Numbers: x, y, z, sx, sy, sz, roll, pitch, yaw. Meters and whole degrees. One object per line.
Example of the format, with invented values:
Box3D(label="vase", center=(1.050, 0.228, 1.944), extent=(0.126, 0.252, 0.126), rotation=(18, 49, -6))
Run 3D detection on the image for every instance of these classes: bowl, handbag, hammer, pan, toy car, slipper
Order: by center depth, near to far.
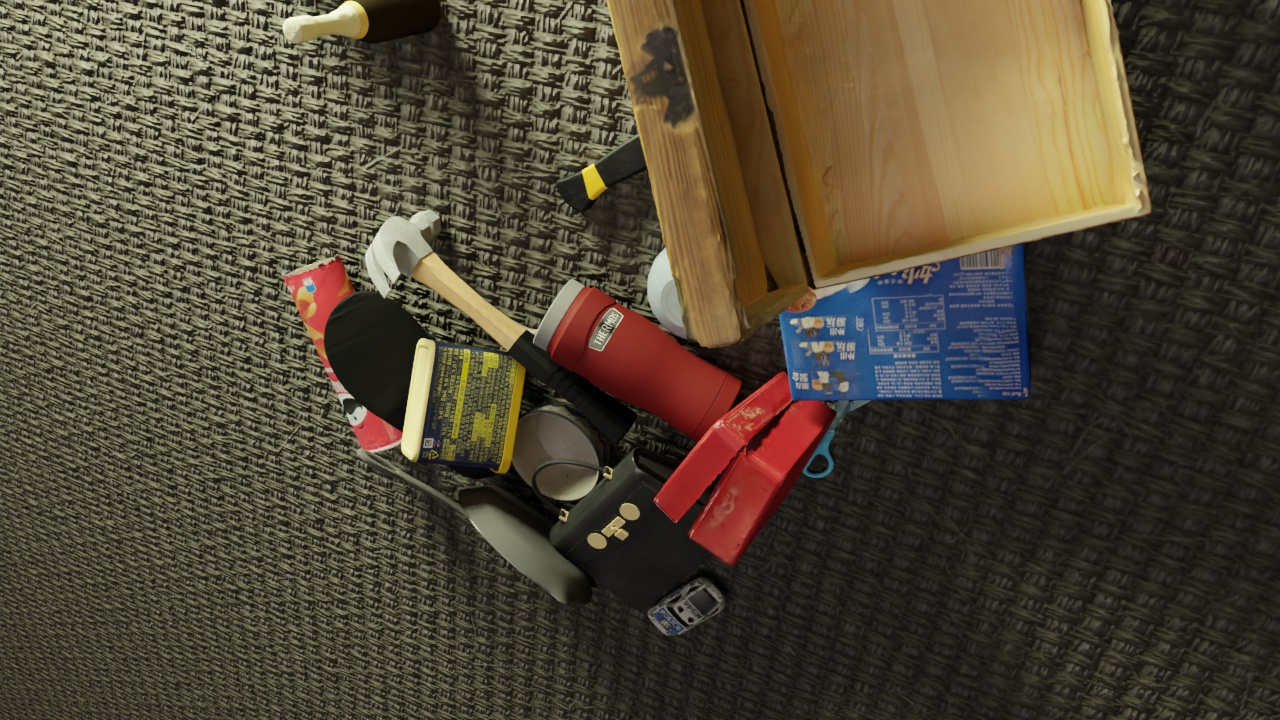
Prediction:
Box3D(label="hammer", center=(0.047, -0.219, 0.822), extent=(0.325, 0.034, 0.170), rotation=(-23, 103, 34))
Box3D(label="bowl", center=(0.051, -0.063, 0.892), extent=(0.106, 0.039, 0.106), rotation=(11, 119, 20))
Box3D(label="hammer", center=(-0.141, -0.030, 0.954), extent=(0.328, 0.130, 0.039), rotation=(39, 120, -3))
Box3D(label="handbag", center=(-0.026, 0.160, 0.986), extent=(0.195, 0.072, 0.176), rotation=(32, 127, -17))
Box3D(label="pan", center=(-0.161, 0.170, 1.002), extent=(0.024, 0.216, 0.354), rotation=(-50, 129, 2))
Box3D(label="bowl", center=(-0.084, 0.093, 1.024), extent=(0.116, 0.059, 0.116), rotation=(11, 119, 20))
Box3D(label="slipper", center=(-0.253, 0.027, 1.052), extent=(0.109, 0.083, 0.265), rotation=(-44, 115, -1))
Box3D(label="toy car", center=(0.052, 0.292, 1.074), extent=(0.048, 0.040, 0.113), rotation=(47, 125, -2))

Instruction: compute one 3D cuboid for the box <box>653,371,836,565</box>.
Box3D(label="box", center=(0.107, 0.098, 0.868), extent=(0.097, 0.157, 0.130), rotation=(39, 126, 15))

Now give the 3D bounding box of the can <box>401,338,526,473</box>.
Box3D(label="can", center=(-0.191, 0.047, 0.988), extent=(0.075, 0.104, 0.135), rotation=(12, 93, 63))

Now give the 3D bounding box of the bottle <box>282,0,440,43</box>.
Box3D(label="bottle", center=(-0.249, -0.305, 0.820), extent=(0.045, 0.184, 0.045), rotation=(11, 119, 20))

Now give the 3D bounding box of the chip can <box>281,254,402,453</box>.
Box3D(label="chip can", center=(-0.343, -0.007, 1.088), extent=(0.073, 0.073, 0.233), rotation=(-9, 110, 29))

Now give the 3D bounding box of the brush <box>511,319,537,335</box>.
Box3D(label="brush", center=(-0.101, -0.019, 1.003), extent=(0.151, 0.012, 0.039), rotation=(22, 122, 15))

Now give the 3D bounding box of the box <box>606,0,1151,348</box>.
Box3D(label="box", center=(0.142, -0.183, 0.565), extent=(0.287, 0.335, 0.279), rotation=(-12, 98, 24))

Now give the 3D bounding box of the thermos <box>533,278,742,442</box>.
Box3D(label="thermos", center=(-0.005, 0.005, 0.926), extent=(0.198, 0.083, 0.108), rotation=(31, 159, 0))

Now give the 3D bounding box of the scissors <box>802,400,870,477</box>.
Box3D(label="scissors", center=(0.190, 0.073, 0.911), extent=(0.143, 0.015, 0.095), rotation=(-30, 99, 40))

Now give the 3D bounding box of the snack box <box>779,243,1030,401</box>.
Box3D(label="snack box", center=(0.227, -0.047, 0.799), extent=(0.203, 0.069, 0.155), rotation=(-2, 114, 25))
